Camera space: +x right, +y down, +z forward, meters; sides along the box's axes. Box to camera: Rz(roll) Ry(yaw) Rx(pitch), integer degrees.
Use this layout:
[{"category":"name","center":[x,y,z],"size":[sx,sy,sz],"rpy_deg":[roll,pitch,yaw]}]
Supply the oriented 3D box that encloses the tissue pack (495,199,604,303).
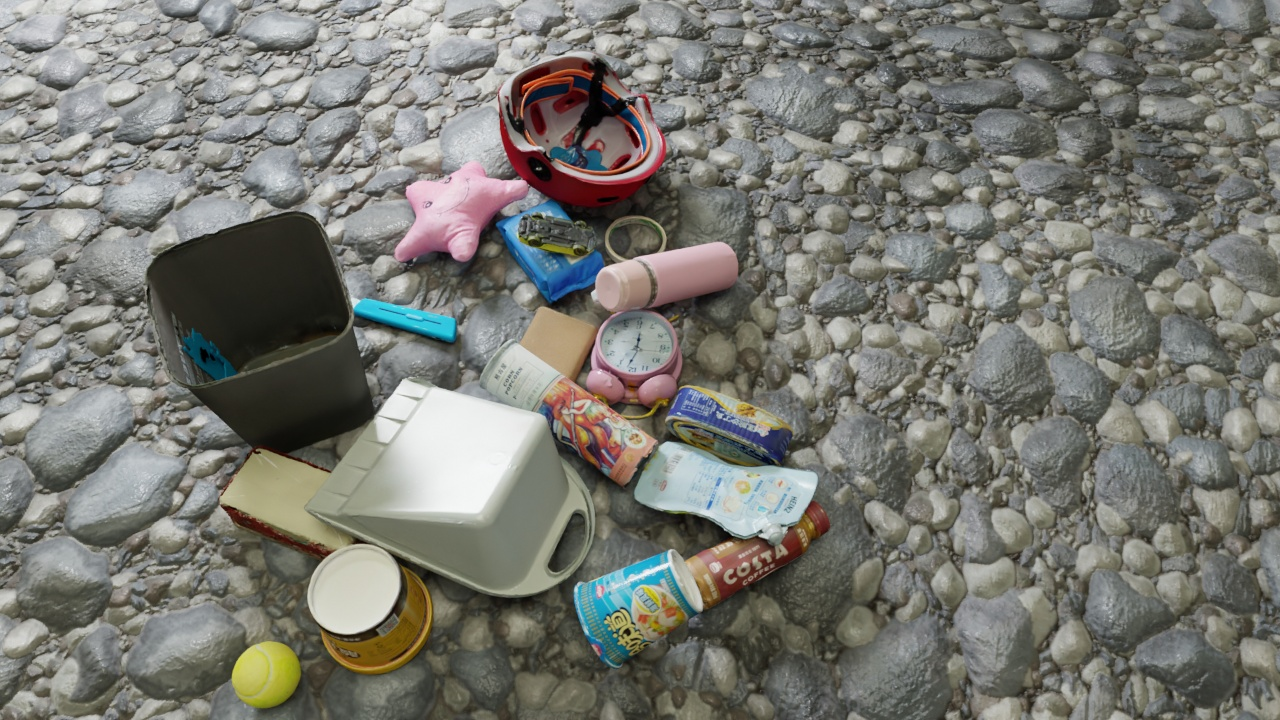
[{"category":"tissue pack","center":[-0.121,-0.149,1.244],"size":[0.094,0.052,0.157],"rpy_deg":[-29,63,-20]}]

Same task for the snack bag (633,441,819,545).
[{"category":"snack bag","center":[0.096,0.147,1.043],"size":[0.191,0.039,0.110],"rpy_deg":[14,38,27]}]

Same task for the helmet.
[{"category":"helmet","center":[-0.086,-0.299,1.288],"size":[0.206,0.144,0.240],"rpy_deg":[-37,78,-29]}]

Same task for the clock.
[{"category":"clock","center":[-0.007,0.007,1.147],"size":[0.117,0.060,0.158],"rpy_deg":[6,59,3]}]

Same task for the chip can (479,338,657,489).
[{"category":"chip can","center":[-0.084,0.063,1.085],"size":[0.215,0.071,0.071],"rpy_deg":[35,63,7]}]

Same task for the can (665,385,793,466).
[{"category":"can","center":[0.105,0.082,1.097],"size":[0.148,0.075,0.049],"rpy_deg":[21,63,11]}]

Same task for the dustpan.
[{"category":"dustpan","center":[-0.188,0.153,1.032],"size":[0.258,0.143,0.222],"rpy_deg":[5,41,21]}]

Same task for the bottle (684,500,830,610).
[{"category":"bottle","center":[0.130,0.213,1.025],"size":[0.174,0.058,0.057],"rpy_deg":[-25,62,-17]}]

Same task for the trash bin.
[{"category":"trash bin","center":[-0.419,-0.016,1.054],"size":[0.198,0.220,0.199],"rpy_deg":[-20,61,-15]}]

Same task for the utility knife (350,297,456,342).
[{"category":"utility knife","center":[-0.323,-0.059,1.202],"size":[0.179,0.018,0.034],"rpy_deg":[14,60,8]}]

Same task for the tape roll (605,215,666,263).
[{"category":"tape roll","center":[-0.007,-0.166,1.280],"size":[0.086,0.014,0.085],"rpy_deg":[1,58,-1]}]

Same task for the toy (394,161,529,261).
[{"category":"toy","center":[-0.266,-0.203,1.260],"size":[0.179,0.075,0.194],"rpy_deg":[24,65,29]}]

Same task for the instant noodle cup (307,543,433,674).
[{"category":"instant noodle cup","center":[-0.283,0.254,0.954],"size":[0.118,0.115,0.118],"rpy_deg":[1,59,-2]}]

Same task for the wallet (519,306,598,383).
[{"category":"wallet","center":[-0.113,-0.009,1.170],"size":[0.090,0.033,0.115],"rpy_deg":[19,59,7]}]

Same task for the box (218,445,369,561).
[{"category":"box","center":[-0.378,0.164,1.028],"size":[0.168,0.077,0.091],"rpy_deg":[18,59,10]}]

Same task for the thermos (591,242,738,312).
[{"category":"thermos","center":[0.029,-0.104,1.181],"size":[0.198,0.087,0.067],"rpy_deg":[-17,89,-37]}]

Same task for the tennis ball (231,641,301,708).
[{"category":"tennis ball","center":[-0.382,0.321,0.937],"size":[0.065,0.066,0.065],"rpy_deg":[1,58,-1]}]

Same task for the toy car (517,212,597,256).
[{"category":"toy car","center":[-0.110,-0.161,1.202],"size":[0.105,0.032,0.048],"rpy_deg":[9,56,-12]}]

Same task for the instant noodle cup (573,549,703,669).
[{"category":"instant noodle cup","center":[0.003,0.252,0.952],"size":[0.110,0.099,0.099],"rpy_deg":[-29,61,8]}]
